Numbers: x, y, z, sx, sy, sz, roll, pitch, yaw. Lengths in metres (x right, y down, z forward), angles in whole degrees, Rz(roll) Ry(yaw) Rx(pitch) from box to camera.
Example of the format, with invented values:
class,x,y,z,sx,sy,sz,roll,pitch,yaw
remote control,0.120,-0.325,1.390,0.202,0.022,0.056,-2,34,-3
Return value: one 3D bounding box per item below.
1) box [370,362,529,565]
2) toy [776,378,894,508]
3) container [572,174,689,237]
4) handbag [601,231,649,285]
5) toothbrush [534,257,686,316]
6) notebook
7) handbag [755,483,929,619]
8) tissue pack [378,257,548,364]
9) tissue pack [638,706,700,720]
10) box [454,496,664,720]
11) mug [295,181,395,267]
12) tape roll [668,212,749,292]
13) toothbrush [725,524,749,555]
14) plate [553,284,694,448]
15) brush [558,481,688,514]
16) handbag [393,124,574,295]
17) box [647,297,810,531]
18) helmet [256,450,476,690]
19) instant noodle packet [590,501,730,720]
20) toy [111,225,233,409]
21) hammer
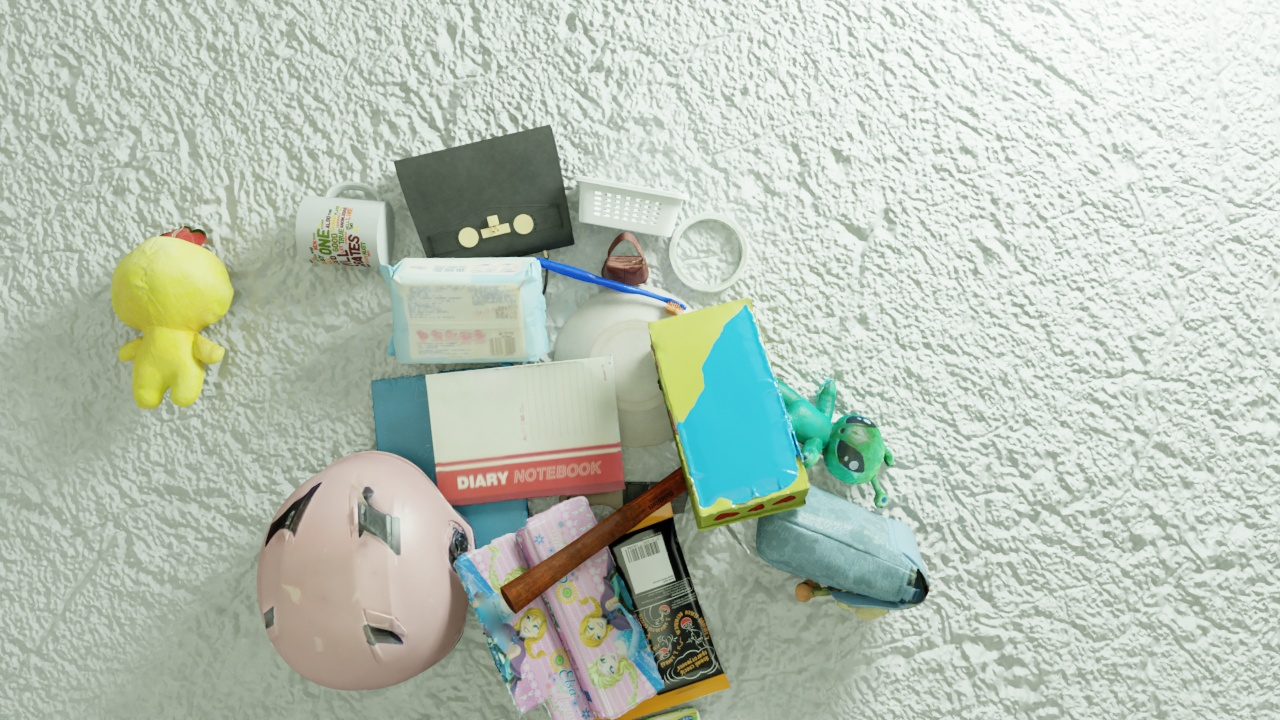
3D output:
class,x,y,z,sx,sy,sz,roll,pitch,yaw
box,-0.217,0.126,1.045,0.174,0.033,0.231,-7,89,0
toy,0.206,0.085,1.033,0.193,0.073,0.130,30,53,1
container,-0.012,-0.172,1.033,0.129,0.080,0.049,10,100,2
handbag,-0.017,-0.115,1.009,0.055,0.120,0.029,0,75,-1
toothbrush,-0.035,-0.084,1.038,0.182,0.016,0.018,17,70,-3
notebook,-0.127,0.080,1.019,0.209,0.012,0.153,-6,92,1
handbag,0.215,0.215,1.007,0.192,0.121,0.119,20,109,0
tissue pack,-0.196,-0.056,1.019,0.182,0.069,0.112,0,119,0
tissue pack,-0.014,0.463,0.981,0.197,0.141,0.120,-21,88,-1
box,-0.085,0.279,0.976,0.159,0.035,0.230,-23,88,-27
mug,-0.329,-0.158,1.038,0.089,0.074,0.105,4,62,0
tape roll,0.079,-0.125,1.064,0.093,0.013,0.093,0,89,0
toothbrush,0.100,0.180,0.971,0.010,0.181,0.010,-15,94,-4
plate,-0.007,0.007,1.052,0.189,0.027,0.188,0,88,0
brush,-0.018,0.158,1.055,0.151,0.012,0.039,0,89,0
handbag,-0.163,-0.149,1.049,0.176,0.072,0.196,-14,99,-1
box,0.089,0.057,0.964,0.124,0.081,0.220,-16,70,-1
helmet,-0.305,0.227,0.970,0.230,0.152,0.255,3,90,14
instant noodle packet,-0.009,0.290,1.041,0.160,0.032,0.220,-18,89,1
toy,-0.524,-0.051,1.019,0.134,0.092,0.207,-2,91,2
hammer,-0.019,0.173,0.989,0.300,0.028,0.111,-31,100,-25
